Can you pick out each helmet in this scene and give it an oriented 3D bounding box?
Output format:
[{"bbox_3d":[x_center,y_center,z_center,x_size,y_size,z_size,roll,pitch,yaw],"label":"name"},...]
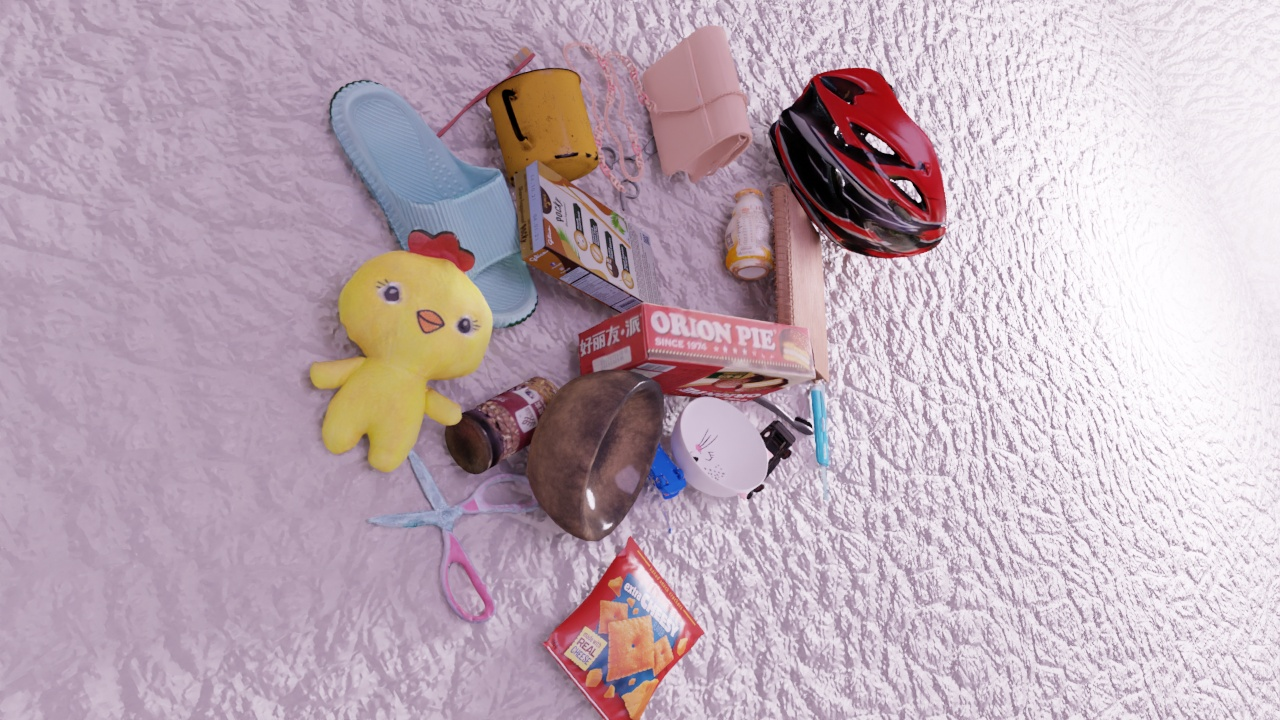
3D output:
[{"bbox_3d":[0.286,-0.244,1.195,0.167,0.217,0.272,-35,88,-8],"label":"helmet"}]

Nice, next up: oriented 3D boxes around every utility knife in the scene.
[{"bbox_3d":[0.228,0.103,1.152,0.022,0.015,0.148,6,74,-34],"label":"utility knife"}]

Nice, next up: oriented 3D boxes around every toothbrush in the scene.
[{"bbox_3d":[-0.165,-0.281,0.965,0.015,0.015,0.183,45,53,-14],"label":"toothbrush"},{"bbox_3d":[0.151,0.052,1.106,0.167,0.013,0.013,29,51,-28],"label":"toothbrush"}]

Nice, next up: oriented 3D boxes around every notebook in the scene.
[{"bbox_3d":[0.198,-0.094,1.142,0.169,0.022,0.210,36,51,-58],"label":"notebook"}]

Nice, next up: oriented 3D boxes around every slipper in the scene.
[{"bbox_3d":[-0.187,-0.151,0.868,0.115,0.070,0.276,-41,101,-37],"label":"slipper"}]

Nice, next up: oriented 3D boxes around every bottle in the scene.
[{"bbox_3d":[-0.123,0.058,0.849,0.105,0.056,0.056,-29,94,-46],"label":"bottle"},{"bbox_3d":[0.135,-0.157,1.132,0.063,0.063,0.108,15,66,-35],"label":"bottle"}]

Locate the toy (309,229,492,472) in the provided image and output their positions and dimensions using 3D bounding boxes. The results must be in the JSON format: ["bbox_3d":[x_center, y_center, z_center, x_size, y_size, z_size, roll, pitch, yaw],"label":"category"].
[{"bbox_3d":[-0.205,-0.010,0.794,0.133,0.092,0.207,25,70,-24],"label":"toy"}]

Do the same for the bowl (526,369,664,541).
[{"bbox_3d":[-0.045,0.082,0.860,0.161,0.070,0.162,-50,151,-42],"label":"bowl"}]

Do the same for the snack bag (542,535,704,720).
[{"bbox_3d":[-0.013,0.267,0.882,0.131,0.039,0.143,54,50,-11],"label":"snack bag"}]

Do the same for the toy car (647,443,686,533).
[{"bbox_3d":[0.015,0.130,0.972,0.033,0.062,0.092,-17,56,-38],"label":"toy car"}]

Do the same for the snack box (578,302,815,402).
[{"bbox_3d":[0.062,-0.003,0.962,0.236,0.113,0.060,7,70,-37],"label":"snack box"}]

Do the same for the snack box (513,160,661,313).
[{"bbox_3d":[-0.051,-0.117,0.943,0.185,0.032,0.101,26,47,-49],"label":"snack box"}]

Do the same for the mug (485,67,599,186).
[{"bbox_3d":[-0.103,-0.234,0.934,0.123,0.101,0.094,-3,77,-69],"label":"mug"}]

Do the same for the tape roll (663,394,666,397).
[{"bbox_3d":[-0.006,0.006,0.992,0.093,0.018,0.093,14,66,-35],"label":"tape roll"}]

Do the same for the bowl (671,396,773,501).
[{"bbox_3d":[0.077,0.101,0.995,0.114,0.051,0.114,21,46,-24],"label":"bowl"}]

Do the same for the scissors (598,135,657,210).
[{"bbox_3d":[0.007,-0.231,1.083,0.159,0.014,0.120,-14,74,-39],"label":"scissors"}]

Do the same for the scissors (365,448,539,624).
[{"bbox_3d":[-0.156,0.144,0.828,0.174,0.013,0.170,-29,90,-40],"label":"scissors"}]

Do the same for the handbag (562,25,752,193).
[{"bbox_3d":[0.031,-0.296,1.042,0.187,0.117,0.198,6,64,-40],"label":"handbag"}]

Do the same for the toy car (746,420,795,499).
[{"bbox_3d":[0.137,0.112,1.051,0.040,0.037,0.092,45,78,-19],"label":"toy car"}]
